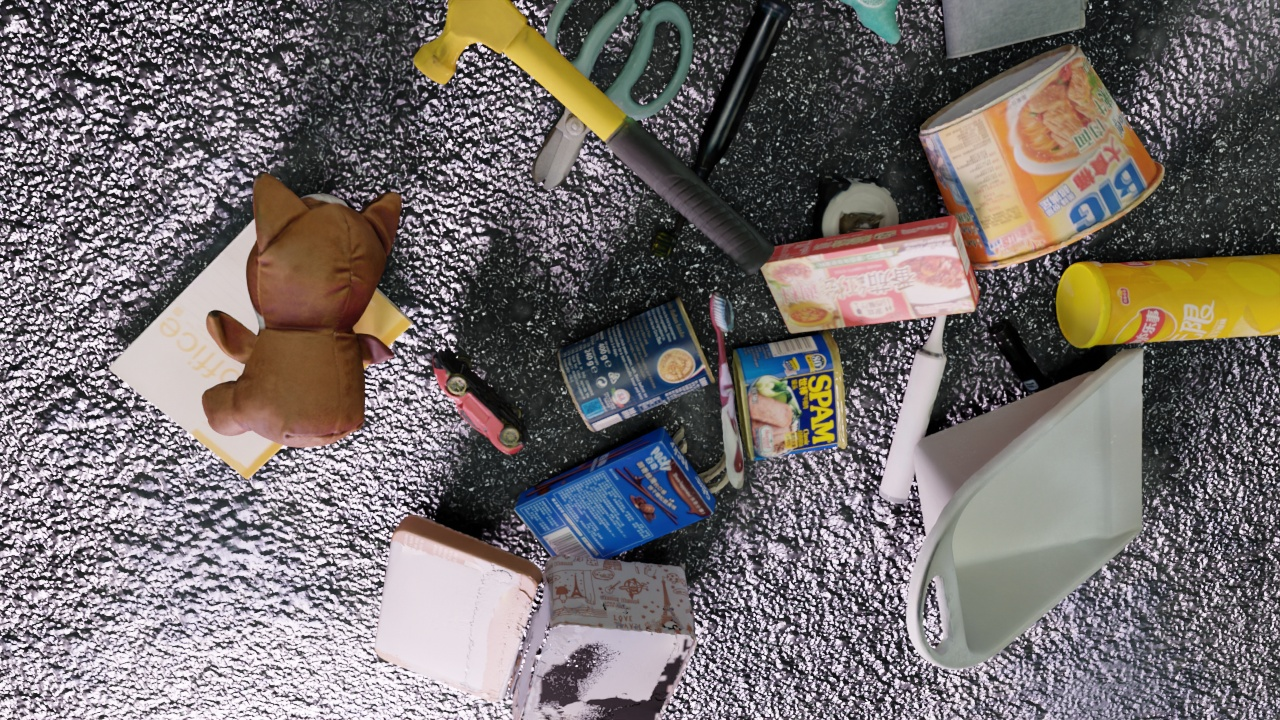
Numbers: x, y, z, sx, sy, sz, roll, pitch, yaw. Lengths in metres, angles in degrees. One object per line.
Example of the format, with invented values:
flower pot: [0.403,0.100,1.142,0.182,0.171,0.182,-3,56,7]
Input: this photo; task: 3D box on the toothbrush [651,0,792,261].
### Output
toothbrush: [0.059,-0.175,0.714,0.027,0.026,0.213,19,108,-19]

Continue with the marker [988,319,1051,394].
marker: [0.349,0.018,0.810,0.022,0.020,0.132,-46,108,-19]

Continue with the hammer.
hammer: [-0.016,-0.172,0.684,0.300,0.032,0.129,40,107,-14]

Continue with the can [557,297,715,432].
can: [-0.004,0.004,0.748,0.111,0.075,0.075,-23,110,4]

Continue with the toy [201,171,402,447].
toy: [-0.252,-0.038,0.691,0.130,0.139,0.200,25,110,30]

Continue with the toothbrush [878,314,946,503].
toothbrush: [0.246,0.021,0.799,0.026,0.026,0.221,11,109,6]

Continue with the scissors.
scissors: [-0.017,-0.199,0.705,0.129,0.019,0.185,11,110,-8]

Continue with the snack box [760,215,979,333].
snack box: [0.177,-0.064,0.715,0.153,0.025,0.075,-6,129,33]

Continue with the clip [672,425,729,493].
clip: [0.052,0.108,0.813,0.096,0.035,0.101,-3,115,-2]

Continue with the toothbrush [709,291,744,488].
toothbrush: [0.073,0.030,0.739,0.016,0.017,0.188,-27,125,-28]

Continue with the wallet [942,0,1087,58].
wallet: [0.274,-0.302,0.678,0.107,0.037,0.130,-10,110,11]

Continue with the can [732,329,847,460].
can: [0.125,0.032,0.773,0.083,0.057,0.102,-10,120,1]

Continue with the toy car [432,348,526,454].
toy car: [-0.136,0.034,0.763,0.031,0.049,0.106,-38,109,7]

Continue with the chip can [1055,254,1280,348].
chip can: [0.466,-0.051,0.765,0.213,0.072,0.072,-3,110,-4]

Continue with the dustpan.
dustpan: [0.333,0.148,0.777,0.258,0.142,0.223,-16,122,5]

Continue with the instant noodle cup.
instant noodle cup: [0.286,-0.153,0.681,0.151,0.151,0.111,-30,101,7]

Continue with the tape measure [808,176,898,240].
tape measure: [0.173,-0.114,0.740,0.066,0.033,0.066,1,111,-4]

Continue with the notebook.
notebook: [-0.311,-0.013,0.753,0.206,0.010,0.146,-41,108,10]

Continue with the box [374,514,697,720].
box: [-0.102,0.244,0.806,0.260,0.102,0.179,10,124,-13]

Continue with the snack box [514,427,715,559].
snack box: [-0.023,0.124,0.796,0.157,0.026,0.084,-27,111,22]

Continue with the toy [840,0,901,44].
toy: [0.182,-0.297,0.673,0.096,0.030,0.092,44,112,3]
